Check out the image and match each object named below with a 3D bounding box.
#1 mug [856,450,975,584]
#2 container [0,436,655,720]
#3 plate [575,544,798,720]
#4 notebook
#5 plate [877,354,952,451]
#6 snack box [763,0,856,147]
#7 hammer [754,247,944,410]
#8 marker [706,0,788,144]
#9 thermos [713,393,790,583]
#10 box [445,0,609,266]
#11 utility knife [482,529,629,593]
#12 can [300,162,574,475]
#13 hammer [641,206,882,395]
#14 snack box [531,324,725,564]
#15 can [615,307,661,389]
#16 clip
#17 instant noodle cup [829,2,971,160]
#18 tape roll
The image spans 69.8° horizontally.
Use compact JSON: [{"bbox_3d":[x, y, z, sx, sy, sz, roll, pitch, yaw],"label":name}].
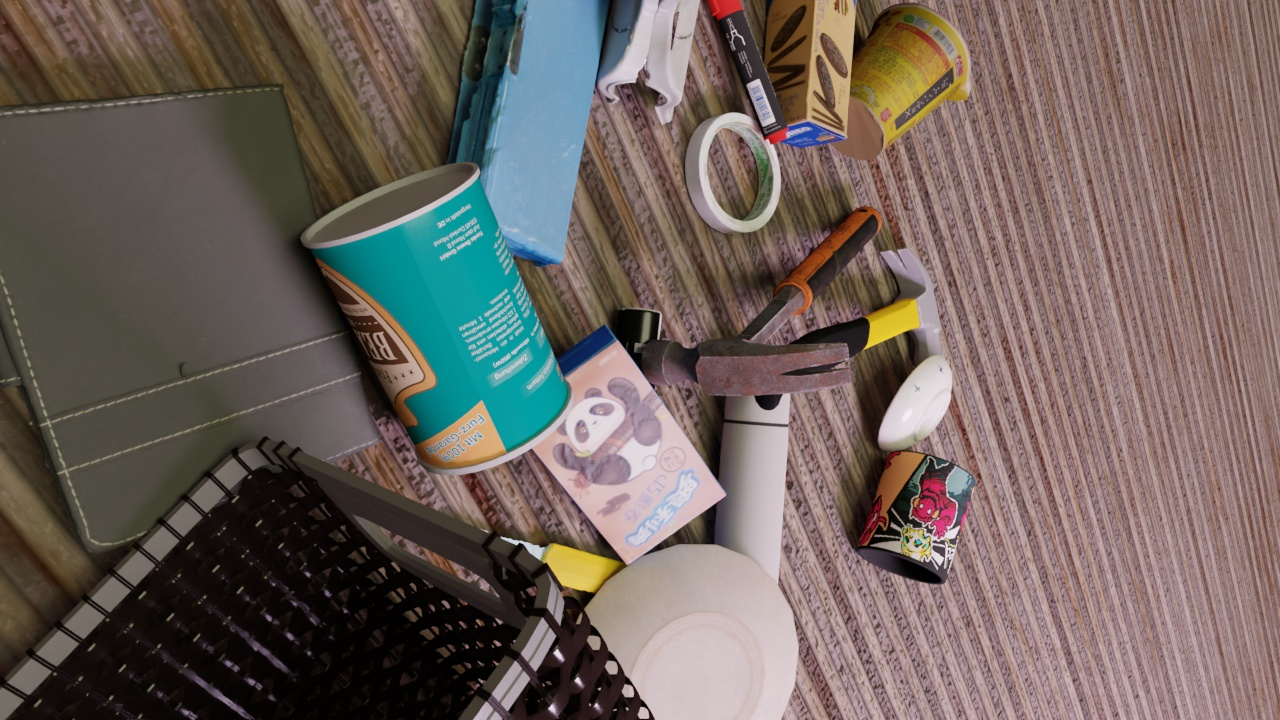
[{"bbox_3d":[0.260,0.153,0.864,0.098,0.082,0.118,-66,154,-18],"label":"mug"},{"bbox_3d":[-0.128,0.223,0.408,0.245,0.248,0.244,-52,132,-27],"label":"container"},{"bbox_3d":[0.036,0.228,0.660,0.188,0.027,0.189,-2,95,-20],"label":"plate"},{"bbox_3d":[-0.233,-0.028,0.466,0.169,0.030,0.209,-21,101,-40],"label":"notebook"},{"bbox_3d":[0.264,0.046,0.860,0.104,0.026,0.104,-32,140,-32],"label":"plate"},{"bbox_3d":[0.140,-0.286,0.756,0.057,0.056,0.206,6,87,-39],"label":"snack box"},{"bbox_3d":[0.184,-0.021,0.783,0.322,0.029,0.127,-19,100,-50],"label":"hammer"},{"bbox_3d":[0.081,-0.239,0.717,0.023,0.021,0.145,-25,99,-14],"label":"marker"},{"bbox_3d":[0.086,0.118,0.724,0.052,0.052,0.224,6,87,-40],"label":"thermos"},{"bbox_3d":[-0.073,-0.183,0.596,0.093,0.054,0.231,17,80,-57],"label":"box"},{"bbox_3d":[-0.039,0.145,0.641,0.217,0.019,0.030,27,68,-43],"label":"utility knife"},{"bbox_3d":[-0.109,-0.023,0.514,0.099,0.099,0.144,-39,121,-33],"label":"can"},{"bbox_3d":[0.138,-0.058,0.711,0.313,0.138,0.035,-41,127,-48],"label":"hammer"},{"bbox_3d":[-0.016,0.060,0.624,0.087,0.034,0.151,-35,118,0],"label":"snack box"},{"bbox_3d":[-0.004,0.004,0.658,0.031,0.032,0.080,8,86,-40],"label":"can"},{"bbox_3d":[0.001,-0.246,0.622,0.152,0.099,0.126,36,62,-75],"label":"clip"},{"bbox_3d":[0.213,-0.238,0.803,0.112,0.100,0.100,-46,119,-18],"label":"instant noodle cup"},{"bbox_3d":[0.074,-0.148,0.729,0.093,0.018,0.094,0,91,-40],"label":"tape roll"}]
